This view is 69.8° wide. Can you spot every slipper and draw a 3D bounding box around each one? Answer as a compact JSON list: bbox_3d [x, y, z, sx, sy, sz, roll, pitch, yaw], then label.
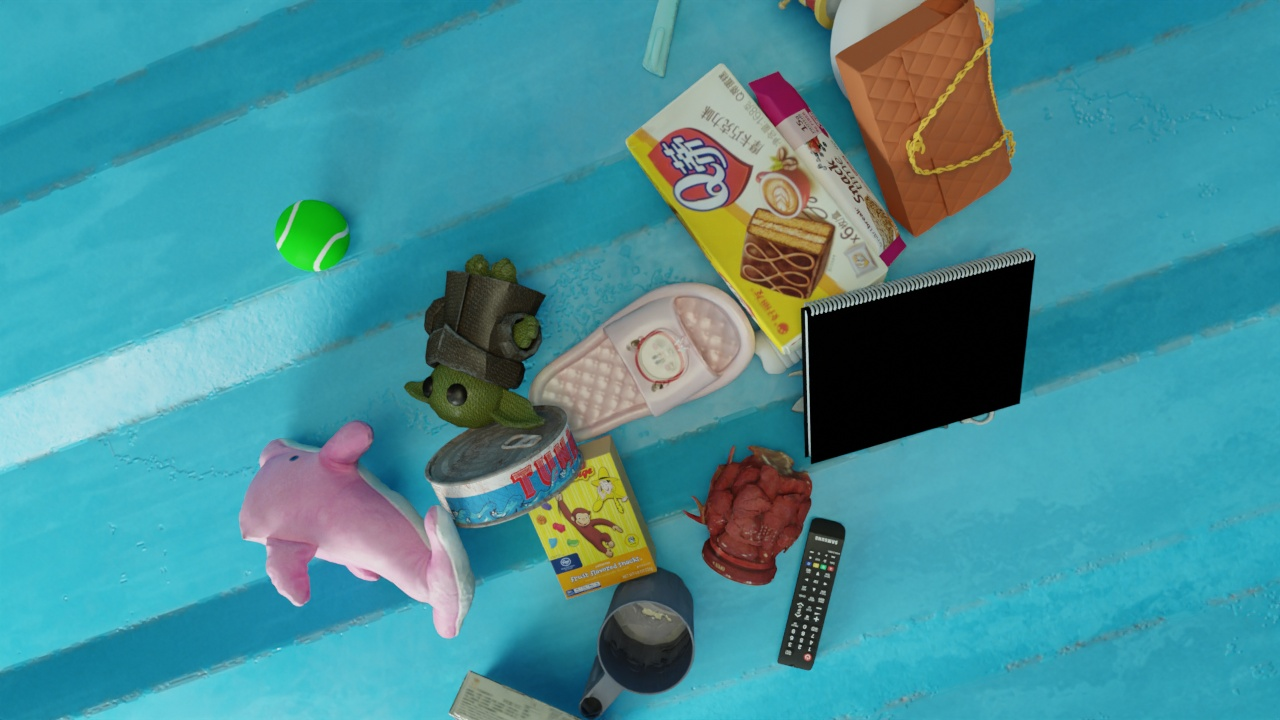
[{"bbox_3d":[-0.005,0.005,0.827,0.222,0.055,0.107,-27,93,15],"label":"slipper"}]

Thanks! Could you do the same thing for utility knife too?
[{"bbox_3d":[0.030,-0.339,0.819,0.022,0.015,0.165,14,98,2],"label":"utility knife"}]

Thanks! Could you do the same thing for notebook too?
[{"bbox_3d":[0.233,-0.003,0.770,0.206,0.016,0.149,-14,120,-12],"label":"notebook"}]

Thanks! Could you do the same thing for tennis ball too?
[{"bbox_3d":[-0.300,-0.114,0.840,0.065,0.065,0.065,0,95,4],"label":"tennis ball"}]

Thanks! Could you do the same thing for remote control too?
[{"bbox_3d":[0.160,0.221,0.860,0.033,0.015,0.147,13,96,3],"label":"remote control"}]

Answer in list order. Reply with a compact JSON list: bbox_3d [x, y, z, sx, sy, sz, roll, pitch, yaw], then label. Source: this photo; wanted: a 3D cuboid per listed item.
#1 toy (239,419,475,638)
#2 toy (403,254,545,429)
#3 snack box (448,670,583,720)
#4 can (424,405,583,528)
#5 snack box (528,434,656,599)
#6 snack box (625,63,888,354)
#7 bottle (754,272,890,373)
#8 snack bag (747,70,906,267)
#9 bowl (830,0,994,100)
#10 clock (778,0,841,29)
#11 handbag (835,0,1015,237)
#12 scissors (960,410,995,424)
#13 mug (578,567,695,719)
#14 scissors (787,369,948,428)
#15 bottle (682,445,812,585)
[{"bbox_3d":[-0.265,0.156,0.808,0.266,0.127,0.187,25,130,24],"label":"toy"},{"bbox_3d":[-0.145,-0.016,0.817,0.180,0.078,0.152,12,87,38],"label":"toy"},{"bbox_3d":[-0.095,0.331,0.826,0.144,0.145,0.042,22,66,2],"label":"snack box"},{"bbox_3d":[-0.117,0.089,0.793,0.130,0.129,0.044,-19,109,6],"label":"can"},{"bbox_3d":[-0.048,0.144,0.841,0.088,0.040,0.126,-19,108,6],"label":"snack box"},{"bbox_3d":[0.097,-0.127,0.788,0.110,0.061,0.230,-37,79,6],"label":"snack box"},{"bbox_3d":[0.161,-0.040,0.822,0.136,0.044,0.044,-36,92,7],"label":"bottle"},{"bbox_3d":[0.167,-0.169,0.802,0.016,0.070,0.196,-35,92,40],"label":"snack bag"},{"bbox_3d":[0.234,-0.268,0.756,0.149,0.043,0.150,-10,127,-14],"label":"bowl"},{"bbox_3d":[0.177,-0.359,0.756,0.159,0.117,0.081,-40,74,-1],"label":"clock"},{"bbox_3d":[0.243,-0.197,0.749,0.109,0.060,0.172,-31,130,4],"label":"handbag"},{"bbox_3d":[0.265,0.005,0.833,0.175,0.014,0.141,-31,95,8],"label":"scissors"},{"bbox_3d":[-0.005,0.255,0.831,0.084,0.104,0.124,40,97,0],"label":"mug"},{"bbox_3d":[0.216,0.019,0.824,0.155,0.019,0.124,28,102,-3],"label":"scissors"},{"bbox_3d":[0.097,0.133,0.824,0.099,0.098,0.111,18,106,3],"label":"bottle"}]
